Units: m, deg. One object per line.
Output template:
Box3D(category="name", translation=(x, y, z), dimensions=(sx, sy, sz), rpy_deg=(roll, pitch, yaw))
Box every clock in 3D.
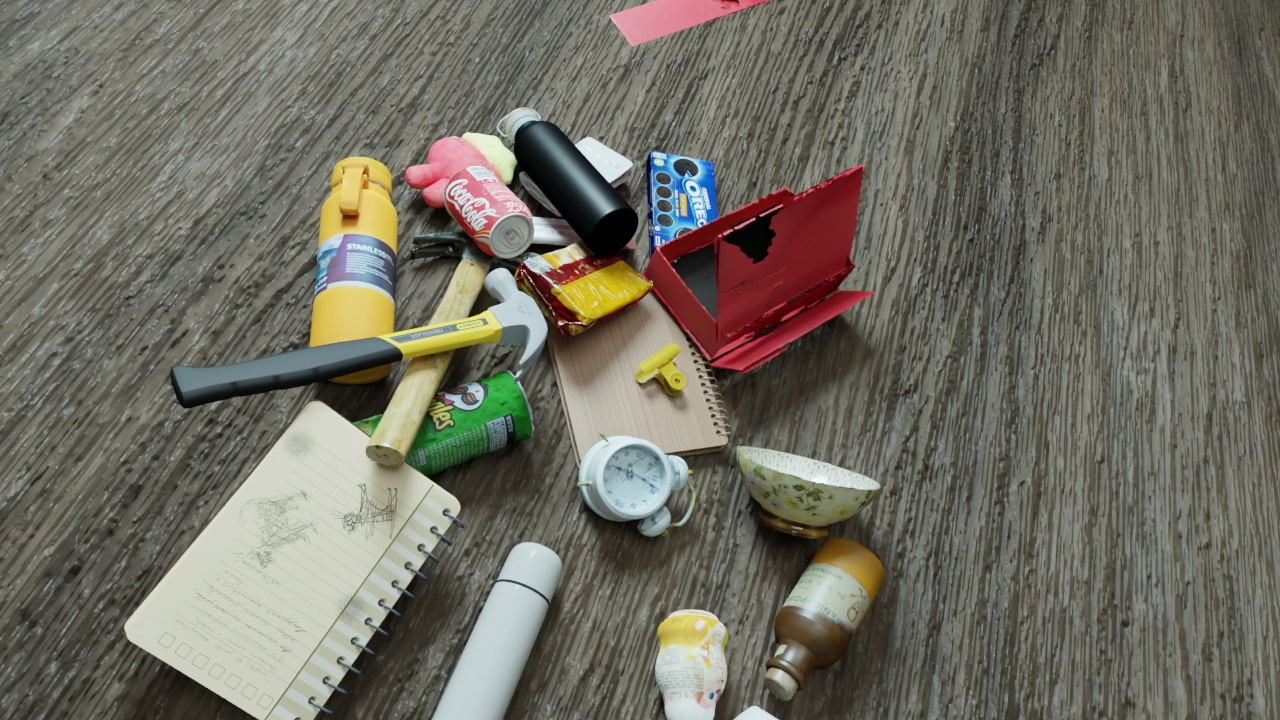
Box3D(category="clock", translation=(-0.001, 0.118, 0.871), dimensions=(0.117, 0.057, 0.083), rpy_deg=(27, 75, -15))

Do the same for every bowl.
Box3D(category="bowl", translation=(0.156, 0.133, 0.895), dimensions=(0.145, 0.145, 0.063), rpy_deg=(12, 94, -10))

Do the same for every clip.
Box3D(category="clip", translation=(0.026, 0.014, 0.946), dimensions=(0.053, 0.044, 0.050), rpy_deg=(-34, 108, -30))

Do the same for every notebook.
Box3D(category="notebook", translation=(-0.006, 0.006, 0.965), dimensions=(0.169, 0.022, 0.210), rpy_deg=(-6, 62, -19))
Box3D(category="notebook", translation=(-0.265, 0.166, 0.737), dimensions=(0.167, 0.024, 0.225), rpy_deg=(39, 69, -13))

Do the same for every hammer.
Box3D(category="hammer", translation=(-0.224, -0.009, 0.788), dimensions=(0.322, 0.029, 0.127), rpy_deg=(-15, 52, -35))
Box3D(category="hammer", translation=(-0.189, -0.025, 0.866), dimensions=(0.132, 0.033, 0.329), rpy_deg=(18, 38, -6))

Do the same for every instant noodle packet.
Box3D(category="instant noodle packet", translation=(-0.059, -0.079, 0.947), dimensions=(0.098, 0.040, 0.135), rpy_deg=(39, 39, 17))

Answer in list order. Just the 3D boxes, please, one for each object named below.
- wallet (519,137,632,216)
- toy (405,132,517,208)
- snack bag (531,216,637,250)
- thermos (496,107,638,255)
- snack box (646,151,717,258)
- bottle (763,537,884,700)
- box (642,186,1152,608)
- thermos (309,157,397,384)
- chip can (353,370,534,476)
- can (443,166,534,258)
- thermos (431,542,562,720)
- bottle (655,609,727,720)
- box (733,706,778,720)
Box3D(category="wallet", translation=(-0.074, -0.214, 1.072), dimensions=(0.116, 0.032, 0.086), rpy_deg=(-35, 64, -28))
Box3D(category="toy", translation=(-0.198, -0.213, 1.021), dimensions=(0.134, 0.045, 0.091), rpy_deg=(-33, 72, -36))
Box3D(category="snack bag", translation=(-0.085, -0.142, 1.024), dimensions=(0.157, 0.013, 0.057), rpy_deg=(2, 33, -17))
Box3D(category="thermos", translation=(-0.089, -0.209, 1.004), dimensions=(0.061, 0.061, 0.231), rpy_deg=(-21, 55, -27))
Box3D(category="snack box", translation=(0.050, -0.180, 1.088), dimensions=(0.082, 0.027, 0.150), rpy_deg=(6, 59, -13))
Box3D(category="bottle", translation=(0.163, 0.242, 0.849), dimensions=(0.068, 0.068, 0.156), rpy_deg=(38, 57, 7))
Box3D(category="box", translation=(0.241, -0.006, 0.911), dimensions=(0.214, 0.141, 0.511), rpy_deg=(-28, 55, -29))
Box3D(category="thermos", translation=(-0.276, -0.098, 0.902), dimensions=(0.076, 0.092, 0.232), rpy_deg=(15, 55, -32))
Box3D(category="chip can", translation=(-0.211, 0.076, 0.830), dimensions=(0.222, 0.076, 0.075), rpy_deg=(-19, 68, -25))
Box3D(category="can", translation=(-0.157, -0.154, 0.956), dimensions=(0.064, 0.064, 0.105), rpy_deg=(-21, 46, -26))
Box3D(category="thermos", translation=(-0.125, 0.256, 0.761), dimensions=(0.052, 0.052, 0.223), rpy_deg=(24, 56, -2))
Box3D(category="bottle", translation=(0.044, 0.275, 0.795), dimensions=(0.063, 0.063, 0.108), rpy_deg=(12, 56, -10))
Box3D(category="box", translation=(0.142, 0.330, 0.749), dimensions=(0.137, 0.144, 0.083), rpy_deg=(32, 29, 0))
